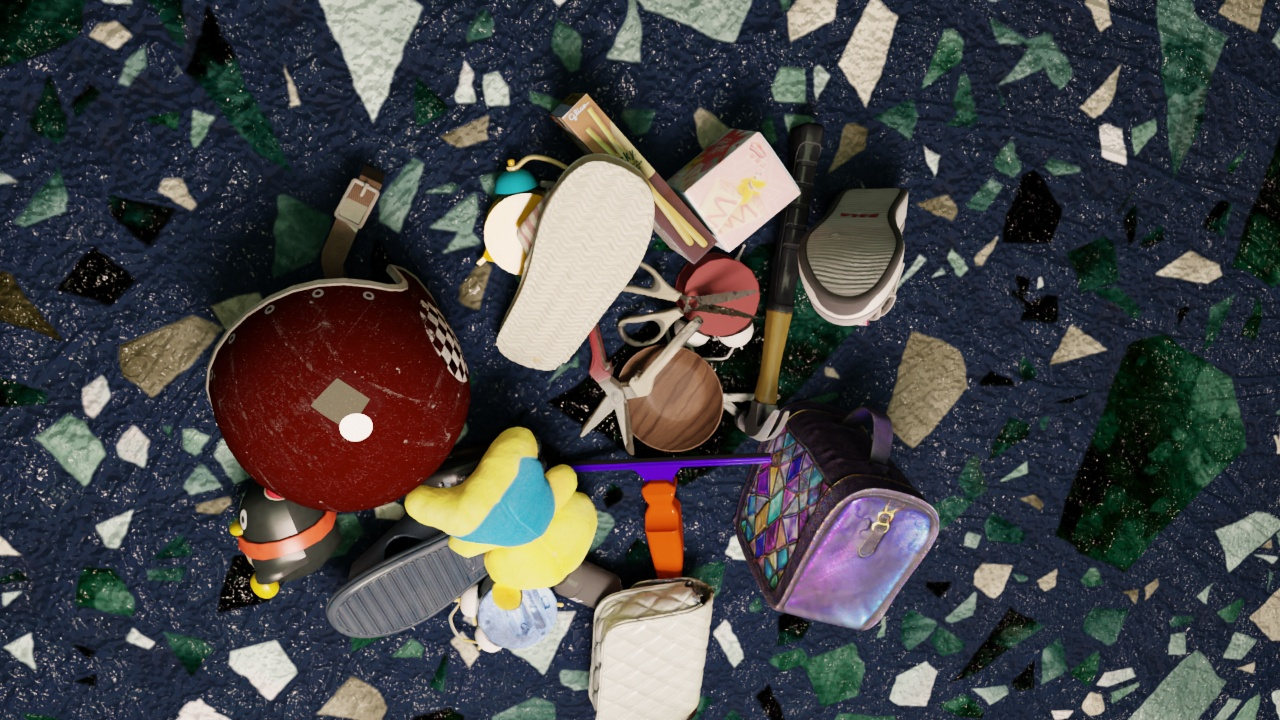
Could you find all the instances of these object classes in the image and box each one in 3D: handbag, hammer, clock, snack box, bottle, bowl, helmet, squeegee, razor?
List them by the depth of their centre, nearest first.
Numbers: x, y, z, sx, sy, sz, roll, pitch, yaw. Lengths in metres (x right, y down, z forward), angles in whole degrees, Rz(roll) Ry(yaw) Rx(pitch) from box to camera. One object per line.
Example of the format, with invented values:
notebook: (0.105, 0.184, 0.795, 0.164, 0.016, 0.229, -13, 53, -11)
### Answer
helmet: (-0.270, 0.009, 0.855, 0.233, 0.253, 0.234, -35, 118, 10)
snack box: (-0.008, -0.179, 0.898, 0.031, 0.101, 0.186, -44, 110, 3)
clock: (-0.108, -0.141, 0.922, 0.099, 0.043, 0.130, 25, 107, -18)
snack box: (0.090, -0.174, 0.925, 0.095, 0.093, 0.079, -39, 110, 1)
hammer: (0.150, -0.078, 0.958, 0.025, 0.118, 0.333, 7, 96, -11)
razor: (-0.170, 0.117, 0.973, 0.140, 0.063, 0.053, -16, 108, -8)
clock: (0.080, -0.061, 0.983, 0.087, 0.044, 0.125, 0, 106, -12)
bowl: (0.035, 0.037, 0.994, 0.119, 0.032, 0.119, 5, 105, 17)
handbag: (0.210, 0.153, 0.994, 0.125, 0.204, 0.222, 17, 108, -16)
clock: (-0.153, 0.280, 1.032, 0.125, 0.052, 0.089, -21, 110, -5)
squeegee: (0.027, 0.187, 1.041, 0.250, 0.055, 0.185, -3, 109, 9)
bottle: (-0.053, 0.257, 1.043, 0.047, 0.047, 0.112, -50, 132, 5)
handbag: (0.010, 0.339, 1.054, 0.138, 0.072, 0.195, -5, 122, -18)

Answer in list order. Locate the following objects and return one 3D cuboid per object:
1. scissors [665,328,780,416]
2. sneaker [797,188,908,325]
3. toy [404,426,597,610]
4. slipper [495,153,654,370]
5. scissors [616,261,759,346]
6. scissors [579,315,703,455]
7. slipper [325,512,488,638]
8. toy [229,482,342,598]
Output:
scissors: (0.080, 0.027, 1.026, 0.141, 0.014, 0.165, -20, 108, -3)
sneaker: (0.218, -0.079, 0.915, 0.097, 0.262, 0.129, 2, 118, 21)
toy: (-0.119, 0.166, 0.925, 0.149, 0.084, 0.214, -36, 136, -7)
slipper: (-0.071, -0.094, 0.899, 0.115, 0.052, 0.264, 20, 130, -14)
scissors: (0.036, -0.065, 0.948, 0.164, 0.012, 0.153, -39, 91, 34)
scissors: (-0.009, 0.003, 0.971, 0.180, 0.015, 0.199, -15, 100, 23)
slipper: (-0.215, 0.200, 0.986, 0.263, 0.082, 0.101, -28, 130, -22)
toy: (-0.361, 0.162, 0.929, 0.099, 0.097, 0.119, -18, 118, -20)
